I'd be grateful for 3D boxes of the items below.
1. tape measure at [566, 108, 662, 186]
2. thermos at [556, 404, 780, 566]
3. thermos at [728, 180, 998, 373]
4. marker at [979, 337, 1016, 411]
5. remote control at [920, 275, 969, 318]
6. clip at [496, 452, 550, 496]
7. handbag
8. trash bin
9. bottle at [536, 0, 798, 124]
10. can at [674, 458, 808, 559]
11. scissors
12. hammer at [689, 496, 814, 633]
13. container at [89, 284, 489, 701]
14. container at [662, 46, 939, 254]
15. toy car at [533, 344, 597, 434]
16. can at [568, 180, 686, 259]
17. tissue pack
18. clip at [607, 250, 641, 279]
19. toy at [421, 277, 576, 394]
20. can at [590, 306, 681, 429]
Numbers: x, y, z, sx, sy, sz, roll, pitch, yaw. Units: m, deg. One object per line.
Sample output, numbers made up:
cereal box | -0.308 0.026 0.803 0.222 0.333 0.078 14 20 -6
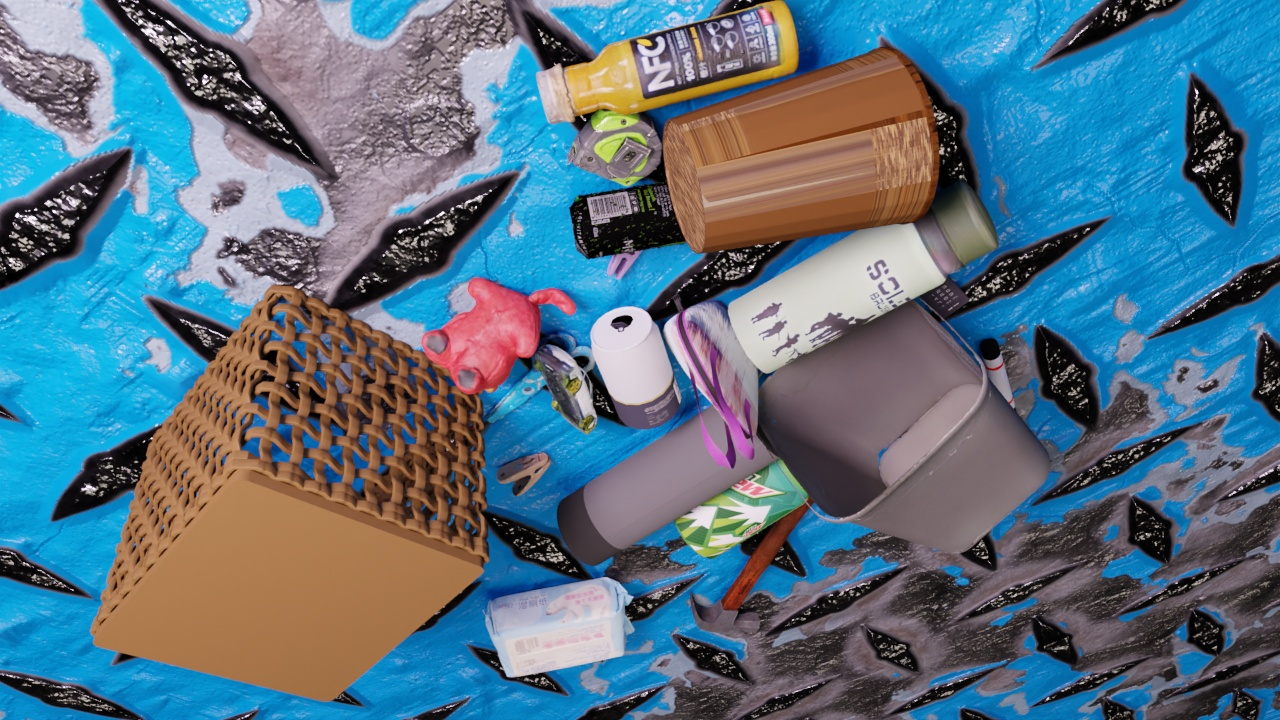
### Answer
tape measure | -0.015 -0.167 0.717 0.065 0.035 0.059 17 126 -25
thermos | 0.027 0.126 0.968 0.241 0.082 0.082 -34 130 19
thermos | 0.195 -0.073 0.809 0.232 0.082 0.082 -30 132 23
marker | 0.390 0.029 0.995 0.019 0.019 0.145 -25 133 11
remote control | 0.262 -0.086 0.864 0.032 0.015 0.136 -39 126 23
clip | -0.125 0.115 0.969 0.039 0.024 0.060 32 110 -37
handbag | 0.070 0.029 0.820 0.068 0.169 0.144 -27 120 14
trash bin | 0.262 0.069 0.889 0.220 0.197 0.198 30 110 -40
bottle | 0.018 -0.214 0.668 0.186 0.053 0.053 -14 134 1
can | 0.112 0.149 1.006 0.144 0.083 0.083 -36 129 21
scissors | -0.104 0.021 0.894 0.135 0.015 0.066 -37 132 25
hammer | 0.150 0.248 1.146 0.111 0.028 0.302 8 130 -20
container | -0.296 0.125 0.809 0.219 0.213 0.252 30 121 -33
container | 0.111 -0.147 0.681 0.167 0.132 0.132 -15 134 -8
toy car | -0.067 0.026 0.870 0.033 0.048 0.105 -43 143 -23
can | 0.012 -0.119 0.755 0.137 0.053 0.054 -10 134 -3
tissue pack | -0.097 0.329 1.144 0.182 0.070 0.112 -10 134 -5
clip | -0.016 -0.097 0.800 0.052 0.014 0.041 -36 130 18
toy | -0.122 -0.026 0.823 0.133 0.088 0.094 -33 167 -6
can | -0.005 0.005 0.861 0.064 0.064 0.127 -17 134 4
